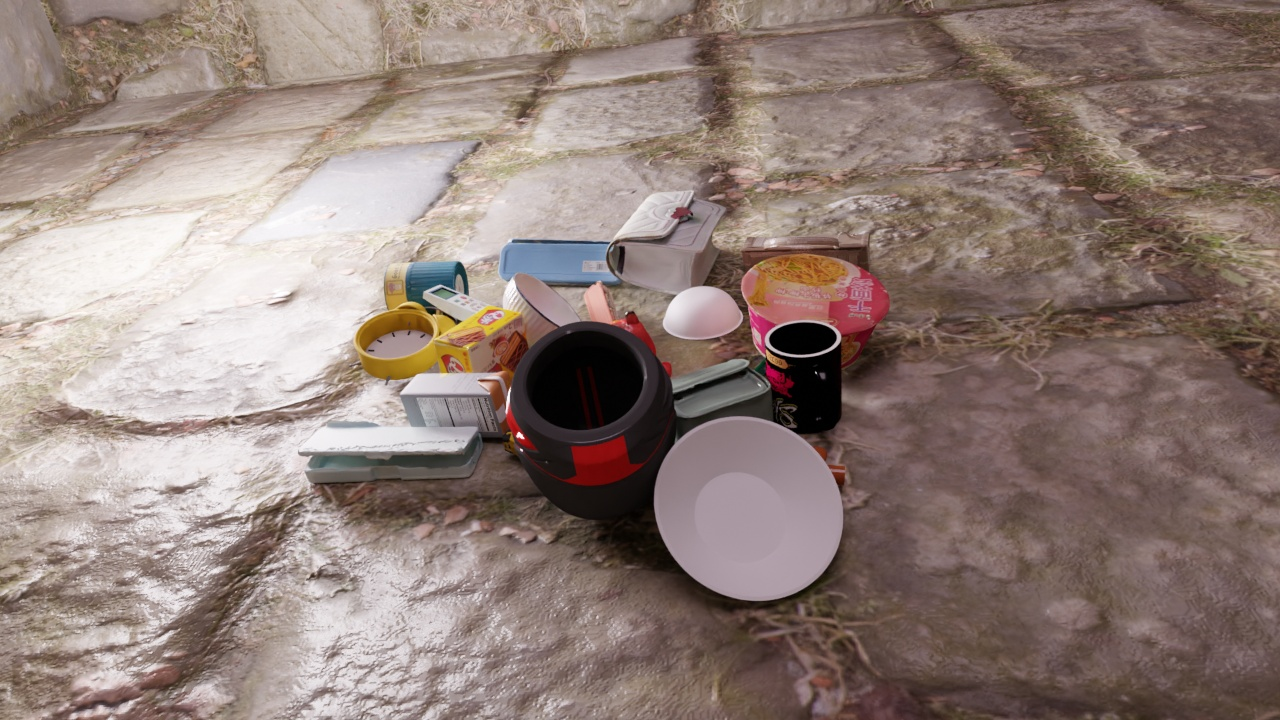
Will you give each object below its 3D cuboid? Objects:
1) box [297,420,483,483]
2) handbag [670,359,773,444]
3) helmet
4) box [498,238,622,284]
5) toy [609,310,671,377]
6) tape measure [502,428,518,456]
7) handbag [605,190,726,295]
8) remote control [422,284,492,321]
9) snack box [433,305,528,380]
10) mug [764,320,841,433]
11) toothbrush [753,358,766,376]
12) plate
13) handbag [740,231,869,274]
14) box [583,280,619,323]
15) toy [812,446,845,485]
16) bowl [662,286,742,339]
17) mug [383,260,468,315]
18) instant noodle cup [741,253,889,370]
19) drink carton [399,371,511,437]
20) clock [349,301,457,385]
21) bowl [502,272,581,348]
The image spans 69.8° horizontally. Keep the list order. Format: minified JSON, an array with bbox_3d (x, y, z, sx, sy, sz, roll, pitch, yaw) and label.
[{"bbox_3d":[-0.282,0.103,1.047,0.199,0.066,0.083,-2,6,10],"label":"box"},{"bbox_3d":[0.077,0.050,1.021,0.121,0.067,0.106,-18,30,-16],"label":"handbag"},{"bbox_3d":[-0.046,0.064,0.922,0.164,0.170,0.264,-12,38,-3],"label":"helmet"},{"bbox_3d":[-0.117,-0.147,1.439,0.209,0.078,0.074,4,76,18],"label":"box"},{"bbox_3d":[-0.006,0.006,1.086,0.088,0.094,0.133,-33,65,-11],"label":"toy"},{"bbox_3d":[-0.113,0.087,1.031,0.064,0.037,0.065,13,38,33],"label":"tape measure"},{"bbox_3d":[0.042,-0.183,1.371,0.142,0.096,0.198,14,33,9],"label":"handbag"},{"bbox_3d":[-0.232,-0.065,1.288,0.143,0.024,0.049,22,21,9],"label":"remote control"},{"bbox_3d":[-0.200,-0.009,1.169,0.061,0.084,0.105,15,37,32],"label":"snack box"},{"bbox_3d":[0.185,0.026,1.002,0.082,0.098,0.118,-13,31,-8],"label":"mug"},{"bbox_3d":[0.183,-0.022,1.165,0.016,0.017,0.189,17,38,30],"label":"toothbrush"},{"bbox_3d":[0.097,0.139,0.848,0.174,0.036,0.173,3,62,-6],"label":"plate"},{"bbox_3d":[0.221,-0.149,1.246,0.176,0.062,0.197,0,1,14],"label":"handbag"},{"bbox_3d":[-0.044,-0.038,1.242,0.058,0.062,0.188,-32,31,10],"label":"box"},{"bbox_3d":[0.140,0.105,0.918,0.128,0.065,0.094,4,41,10],"label":"toy"},{"bbox_3d":[0.083,-0.074,1.253,0.110,0.041,0.109,-6,30,3],"label":"bowl"},{"bbox_3d":[-0.317,-0.092,1.358,0.107,0.083,0.113,-2,59,4],"label":"mug"},{"bbox_3d":[0.210,-0.053,1.131,0.178,0.078,0.178,1,37,-1],"label":"instant noodle cup"},{"bbox_3d":[-0.210,0.053,1.081,0.125,0.076,0.048,-1,31,20],"label":"drink carton"},{"bbox_3d":[-0.320,-0.029,1.259,0.114,0.052,0.151,23,46,26],"label":"clock"},{"bbox_3d":[-0.142,-0.056,1.236,0.062,0.118,0.118,-48,26,17],"label":"bowl"}]
